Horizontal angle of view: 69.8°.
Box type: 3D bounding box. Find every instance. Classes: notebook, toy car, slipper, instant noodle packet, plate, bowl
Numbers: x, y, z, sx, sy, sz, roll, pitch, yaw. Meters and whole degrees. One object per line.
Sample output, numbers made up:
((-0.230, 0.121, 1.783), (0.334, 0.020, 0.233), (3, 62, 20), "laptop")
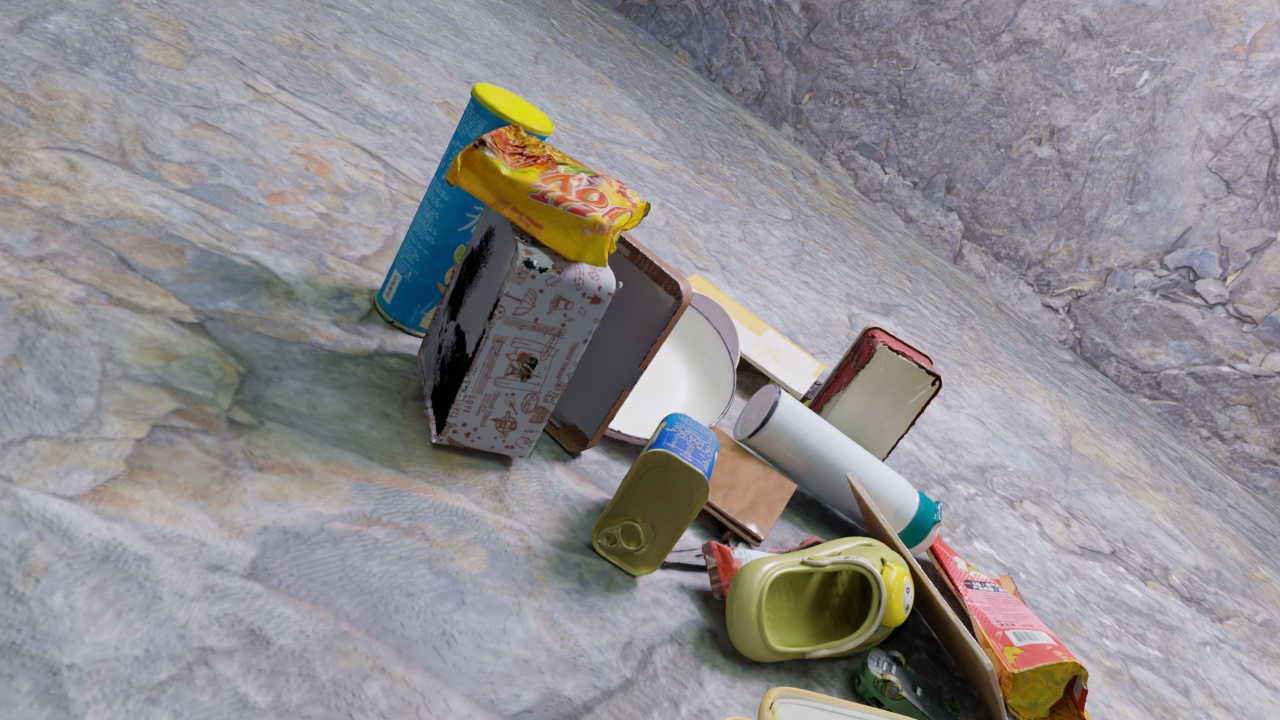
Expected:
((0.127, -0.034, 1.113), (0.206, 0.010, 0.145), (37, 24, 10), "notebook")
((0.198, 0.044, 1.105), (0.105, 0.032, 0.048), (14, 29, -34), "toy car")
((0.245, 0.205, 0.787), (0.148, 0.008, 0.207), (60, 0, -44), "notebook")
((0.150, 0.185, 0.690), (0.190, 0.091, 0.082), (3, -4, -37), "slipper")
((-0.061, -0.119, 0.650), (0.128, 0.044, 0.110), (31, 30, 3), "instant noodle packet")
((0.205, 0.259, 0.697), (0.091, 0.036, 0.043), (36, 23, 10), "toy car")
((-0.005, 0.005, 0.866), (0.192, 0.039, 0.192), (11, 49, -13), "plate")
((0.041, -0.008, 0.953), (0.118, 0.118, 0.065), (36, -14, 7), "bowl")

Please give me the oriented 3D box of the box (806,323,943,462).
((0.226, 0.057, 0.947), (0.091, 0.169, 0.078), (29, 21, -8), "box")

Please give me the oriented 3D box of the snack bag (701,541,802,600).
((0.094, 0.166, 0.718), (0.104, 0.026, 0.048), (13, 55, -39), "snack bag")

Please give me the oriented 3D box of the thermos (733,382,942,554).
((0.196, 0.113, 0.897), (0.224, 0.073, 0.073), (35, 23, -12), "thermos")

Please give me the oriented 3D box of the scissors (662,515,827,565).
((0.094, 0.159, 0.780), (0.189, 0.015, 0.224), (27, 25, -14), "scissors")

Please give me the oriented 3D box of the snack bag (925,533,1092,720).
((0.343, 0.245, 0.872), (0.128, 0.073, 0.207), (30, 18, -16), "snack bag")

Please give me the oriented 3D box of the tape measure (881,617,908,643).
((0.199, 0.205, 0.799), (0.066, 0.034, 0.065), (38, 22, 6), "tape measure")

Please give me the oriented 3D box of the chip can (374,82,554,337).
((-0.151, -0.122, 0.771), (0.071, 0.211, 0.071), (26, 25, -13), "chip can")

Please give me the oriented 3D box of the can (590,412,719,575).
((0.014, 0.097, 0.692), (0.057, 0.102, 0.083), (32, 22, 1), "can")

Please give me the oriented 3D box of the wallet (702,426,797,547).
((0.083, 0.109, 0.818), (0.101, 0.020, 0.115), (35, 27, 9), "wallet")

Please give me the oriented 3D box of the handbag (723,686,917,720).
((0.123, 0.292, 0.523), (0.163, 0.063, 0.178), (22, 41, -23), "handbag")

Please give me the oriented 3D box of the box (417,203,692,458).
((-0.067, -0.022, 0.728), (0.166, 0.182, 0.150), (16, 30, -27), "box")
